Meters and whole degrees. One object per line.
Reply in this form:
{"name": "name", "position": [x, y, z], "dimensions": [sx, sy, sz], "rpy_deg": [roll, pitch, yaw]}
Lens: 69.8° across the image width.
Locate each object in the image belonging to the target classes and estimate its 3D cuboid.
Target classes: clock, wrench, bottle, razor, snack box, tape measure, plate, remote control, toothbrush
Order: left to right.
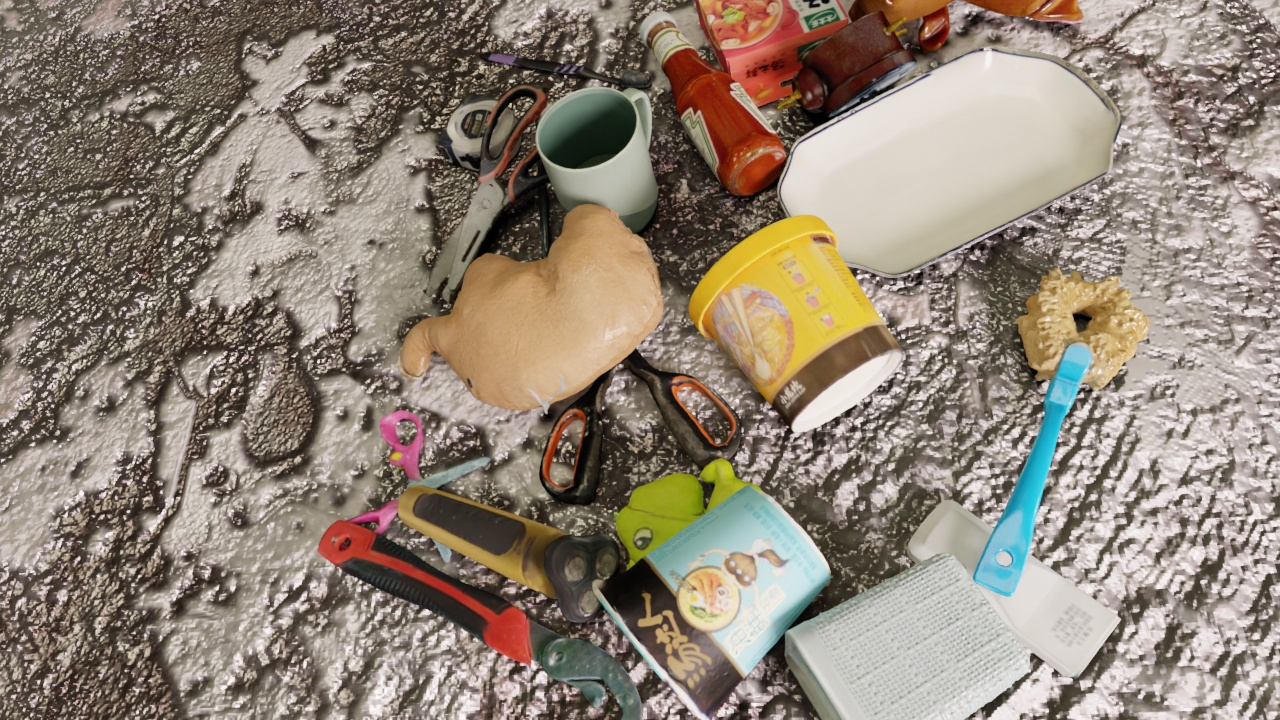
{"name": "wrench", "position": [-0.115, 0.180, 0.638], "dimensions": [0.273, 0.016, 0.056], "rpy_deg": [26, 69, 19]}
{"name": "tape measure", "position": [-0.144, -0.207, 0.840], "dimensions": [0.066, 0.033, 0.065], "rpy_deg": [21, 71, 19]}
{"name": "razor", "position": [-0.097, 0.125, 0.640], "dimensions": [0.168, 0.068, 0.062], "rpy_deg": [17, 67, 22]}
{"name": "toothbrush", "position": [-0.085, -0.162, 0.815], "dimensions": [0.018, 0.016, 0.180], "rpy_deg": [-4, 61, 0]}
{"name": "toothbrush", "position": [-0.075, -0.280, 0.875], "dimensions": [0.189, 0.017, 0.014], "rpy_deg": [17, 67, 21]}
{"name": "bottle", "position": [0.055, -0.230, 0.797], "dimensions": [0.060, 0.060, 0.206], "rpy_deg": [-26, 60, -2]}
{"name": "snack box", "position": [0.121, -0.300, 0.826], "dimensions": [0.113, 0.044, 0.127], "rpy_deg": [-19, 61, 2]}
{"name": "clock", "position": [0.168, -0.237, 0.759], "dimensions": [0.122, 0.082, 0.055], "rpy_deg": [-29, 92, 19]}
{"name": "plate", "position": [0.241, -0.154, 0.730], "dimensions": [0.265, 0.034, 0.162], "rpy_deg": [-28, 60, -3]}
{"name": "remote control", "position": [0.233, 0.142, 0.584], "dimensions": [0.125, 0.024, 0.049], "rpy_deg": [37, 76, 25]}

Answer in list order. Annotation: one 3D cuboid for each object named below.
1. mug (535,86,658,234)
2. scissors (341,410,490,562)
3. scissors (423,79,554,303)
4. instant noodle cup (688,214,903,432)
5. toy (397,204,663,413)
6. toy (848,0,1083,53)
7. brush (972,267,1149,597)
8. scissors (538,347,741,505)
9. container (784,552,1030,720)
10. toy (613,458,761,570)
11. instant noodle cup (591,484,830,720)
{"name": "mug", "position": [-0.024, -0.165, 0.751], "dimensions": [0.082, 0.106, 0.111], "rpy_deg": [25, 71, 23]}
{"name": "scissors", "position": [-0.178, 0.099, 0.701], "dimensions": [0.134, 0.017, 0.133], "rpy_deg": [-29, 64, -8]}
{"name": "scissors", "position": [-0.112, -0.143, 0.788], "dimensions": [0.199, 0.015, 0.204], "rpy_deg": [-14, 73, -3]}
{"name": "instant noodle cup", "position": [0.113, -0.022, 0.647], "dimensions": [0.118, 0.118, 0.114], "rpy_deg": [-32, 69, -5]}
{"name": "toy", "position": [-0.090, -0.026, 0.699], "dimensions": [0.226, 0.082, 0.143], "rpy_deg": [-26, 57, 8]}
{"name": "toy", "position": [0.277, -0.341, 0.784], "dimensions": [0.200, 0.140, 0.130], "rpy_deg": [-6, 20, 7]}
{"name": "brush", "position": [0.273, 0.039, 0.611], "dimensions": [0.083, 0.046, 0.254], "rpy_deg": [22, 64, 18]}
{"name": "scissors", "position": [-0.017, 0.012, 0.706], "dimensions": [0.221, 0.022, 0.227], "rpy_deg": [31, 74, 24]}
{"name": "container", "position": [0.157, 0.181, 0.546], "dimensions": [0.111, 0.090, 0.090], "rpy_deg": [-28, 61, -8]}
{"name": "toy", "position": [0.032, 0.111, 0.639], "dimensions": [0.100, 0.031, 0.096], "rpy_deg": [11, 69, 11]}
{"name": "instant noodle cup", "position": [0.049, 0.143, 0.570], "dimensions": [0.120, 0.111, 0.111], "rpy_deg": [-40, 62, -8]}
